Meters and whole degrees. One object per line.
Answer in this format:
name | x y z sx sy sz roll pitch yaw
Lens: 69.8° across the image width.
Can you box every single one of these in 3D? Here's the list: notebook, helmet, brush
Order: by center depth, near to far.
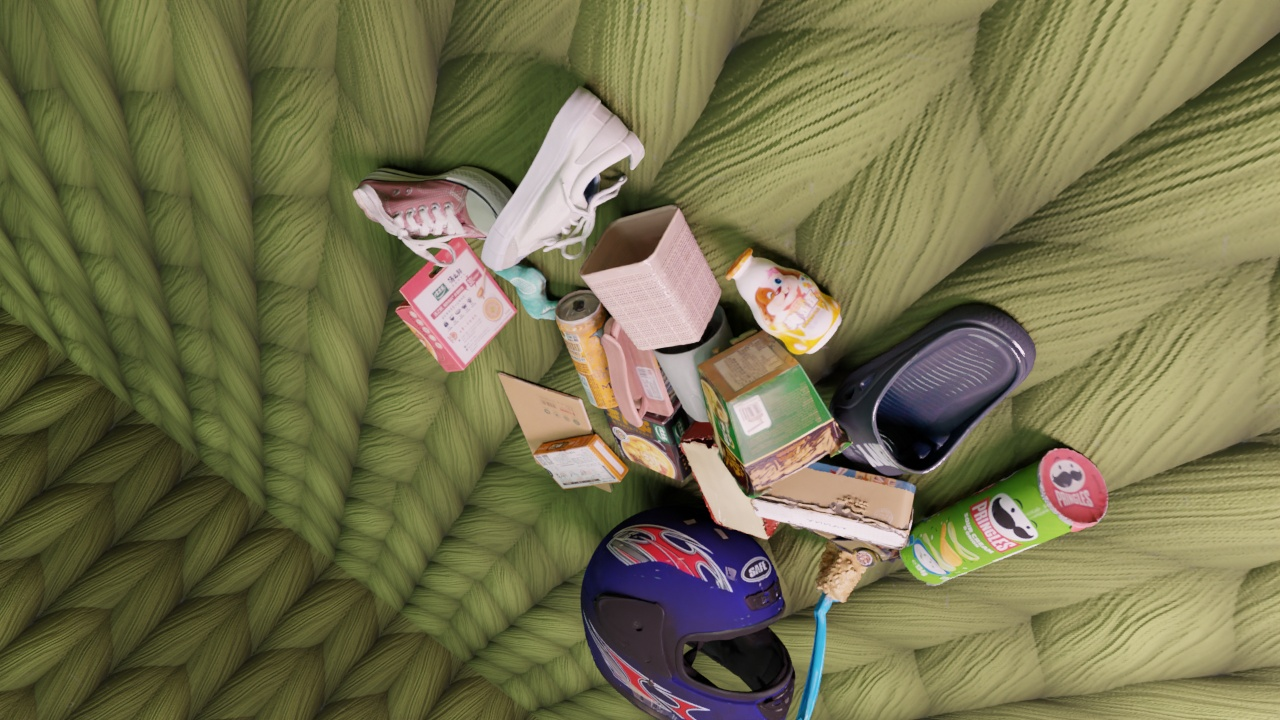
brush | -0.006 0.006 1.044 0.063 0.072 0.146 14 140 33
brush | 0.215 0.314 1.069 0.046 0.254 0.083 23 161 -9
helmet | 0.073 0.326 1.212 0.316 0.246 0.241 25 111 29
notebook | -0.122 0.107 1.344 0.148 0.008 0.208 17 143 29

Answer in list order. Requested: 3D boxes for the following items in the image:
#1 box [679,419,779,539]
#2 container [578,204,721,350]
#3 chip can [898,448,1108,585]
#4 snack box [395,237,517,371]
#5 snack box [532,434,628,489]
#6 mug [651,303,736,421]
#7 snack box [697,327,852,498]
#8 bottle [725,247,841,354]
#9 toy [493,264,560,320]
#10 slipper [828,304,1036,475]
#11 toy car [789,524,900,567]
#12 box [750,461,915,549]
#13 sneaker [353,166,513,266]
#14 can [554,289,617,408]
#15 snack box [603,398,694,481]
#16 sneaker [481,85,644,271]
box | 0.113 0.140 1.090 0.091 0.080 0.168 11 140 36
container | 0.015 -0.077 0.897 0.090 0.090 0.111 -9 130 37
chip can | 0.346 0.161 0.901 0.072 0.072 0.237 36 149 2
snack box | -0.231 -0.070 1.125 0.044 0.113 0.127 -3 130 48
snack box | -0.089 0.148 1.331 0.075 0.026 0.154 50 145 -18
mug | 0.056 -0.006 0.976 0.124 0.083 0.103 40 163 53
snack box | 0.118 0.043 0.886 0.106 0.118 0.117 63 176 -33
bottle | 0.129 -0.056 0.841 0.108 0.063 0.063 39 148 -4
toy | -0.121 -0.079 1.091 0.097 0.030 0.092 9 144 26
slipper | 0.246 0.047 0.844 0.110 0.083 0.269 38 147 3
toy car | 0.226 0.178 1.039 0.158 0.070 0.042 23 127 19
box | 0.197 0.148 0.978 0.184 0.059 0.090 14 160 16
sneaker | -0.243 -0.165 1.039 0.241 0.087 0.118 12 140 31
can | -0.053 -0.011 1.080 0.058 0.058 0.146 15 142 32
snack box | 0.023 0.087 1.146 0.126 0.053 0.113 19 144 36
sneaker | -0.076 -0.155 0.897 0.090 0.089 0.243 35 139 -9
